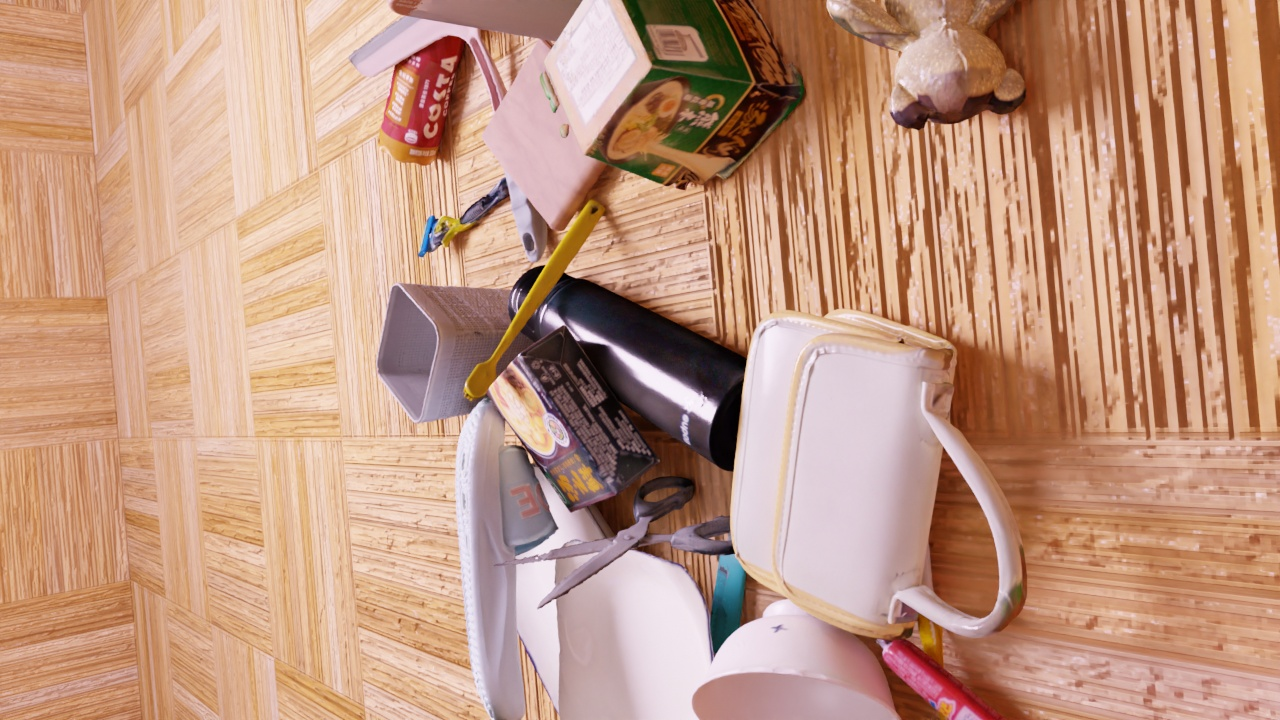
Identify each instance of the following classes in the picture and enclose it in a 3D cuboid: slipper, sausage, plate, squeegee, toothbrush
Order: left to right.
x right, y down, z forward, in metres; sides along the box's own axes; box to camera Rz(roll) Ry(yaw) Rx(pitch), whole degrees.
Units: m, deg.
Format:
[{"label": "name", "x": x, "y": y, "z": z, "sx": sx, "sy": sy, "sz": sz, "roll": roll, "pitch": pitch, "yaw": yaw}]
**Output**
[{"label": "squeegee", "x": -0.118, "y": -0.199, "z": 0.774, "sx": 0.248, "sy": 0.040, "sz": 0.249, "roll": -21, "pitch": 84, "yaw": 29}, {"label": "slipper", "x": -0.097, "y": 0.141, "z": 0.687, "sx": 0.104, "sy": 0.074, "sz": 0.245, "roll": 121, "pitch": 144, "yaw": -66}, {"label": "toothbrush", "x": -0.074, "y": -0.047, "z": 0.661, "sx": 0.015, "sy": 0.189, "sz": 0.017, "roll": 34, "pitch": 150, "yaw": -8}, {"label": "plate", "x": -0.038, "y": 0.202, "z": 0.723, "sx": 0.265, "sy": 0.034, "sz": 0.162, "roll": 54, "pitch": 130, "yaw": 32}, {"label": "plate", "x": 0.001, "y": 0.206, "z": 0.622, "sx": 0.165, "sy": 0.034, "sz": 0.163, "roll": 1, "pitch": 94, "yaw": 49}, {"label": "toothbrush", "x": 0.160, "y": 0.139, "z": 0.500, "sx": 0.016, "sy": 0.018, "sz": 0.191, "roll": -17, "pitch": 79, "yaw": 47}, {"label": "sausage", "x": 0.182, "y": 0.191, "z": 0.458, "sx": 0.156, "sy": 0.020, "sz": 0.020, "roll": 38, "pitch": 122, "yaw": 30}]

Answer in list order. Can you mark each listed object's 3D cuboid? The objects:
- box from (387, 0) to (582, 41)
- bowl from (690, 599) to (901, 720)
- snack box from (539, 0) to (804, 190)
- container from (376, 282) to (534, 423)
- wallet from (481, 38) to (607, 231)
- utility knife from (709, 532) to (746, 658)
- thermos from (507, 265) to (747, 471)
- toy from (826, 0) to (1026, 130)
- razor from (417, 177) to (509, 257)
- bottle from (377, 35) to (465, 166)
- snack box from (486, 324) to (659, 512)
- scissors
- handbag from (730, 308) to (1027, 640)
[{"label": "box", "x": -0.062, "y": -0.304, "z": 0.594, "sx": 0.193, "sy": 0.182, "sz": 0.156, "roll": -39, "pitch": 63, "yaw": 41}, {"label": "bowl", "x": 0.092, "y": 0.180, "z": 0.533, "sx": 0.119, "sy": 0.118, "sz": 0.064, "roll": -43, "pitch": 23, "yaw": 43}, {"label": "snack box", "x": 0.012, "y": -0.179, "z": 0.571, "sx": 0.118, "sy": 0.105, "sz": 0.118, "roll": -43, "pitch": 62, "yaw": 42}, {"label": "container", "x": -0.144, "y": -0.010, "z": 0.766, "sx": 0.090, "sy": 0.114, "sz": 0.090, "roll": 42, "pitch": 124, "yaw": 39}, {"label": "wallet", "x": -0.069, "y": -0.175, "z": 0.711, "sx": 0.115, "sy": 0.020, "sz": 0.101, "roll": 50, "pitch": 122, "yaw": 19}, {"label": "utility knife", "x": 0.054, "y": 0.190, "z": 0.629, "sx": 0.029, "sy": 0.013, "sz": 0.157, "roll": 20, "pitch": 109, "yaw": 45}, {"label": "thermos", "x": -0.004, "y": 0.004, "z": 0.648, "sx": 0.243, "sy": 0.068, "sz": 0.090, "roll": 30, "pitch": 139, "yaw": 46}, {"label": "toy", "x": 0.144, "y": -0.191, "z": 0.457, "sx": 0.105, "sy": 0.066, "sz": 0.157, "roll": -8, "pitch": 81, "yaw": 8}, {"label": "razor", "x": -0.157, "y": -0.134, "z": 0.842, "sx": 0.143, "sy": 0.022, "sz": 0.042, "roll": -22, "pitch": 55, "yaw": 43}, {"label": "bottle", "x": -0.198, "y": -0.271, "z": 0.848, "sx": 0.057, "sy": 0.057, "sz": 0.175, "roll": 46, "pitch": 126, "yaw": 37}, {"label": "snack box", "x": -0.052, "y": 0.046, "z": 0.657, "sx": 0.113, "sy": 0.053, "sz": 0.126, "roll": 55, "pitch": 153, "yaw": 1}, {"label": "scissors", "x": -0.002, "y": 0.113, "z": 0.583, "sx": 0.159, "sy": 0.175, "sz": 0.014, "roll": 4, "pitch": 111, "yaw": 7}, {"label": "handbag", "x": 0.122, "y": 0.064, "z": 0.482, "sx": 0.179, "sy": 0.063, "sz": 0.163, "roll": 23, "pitch": 112, "yaw": 55}]
